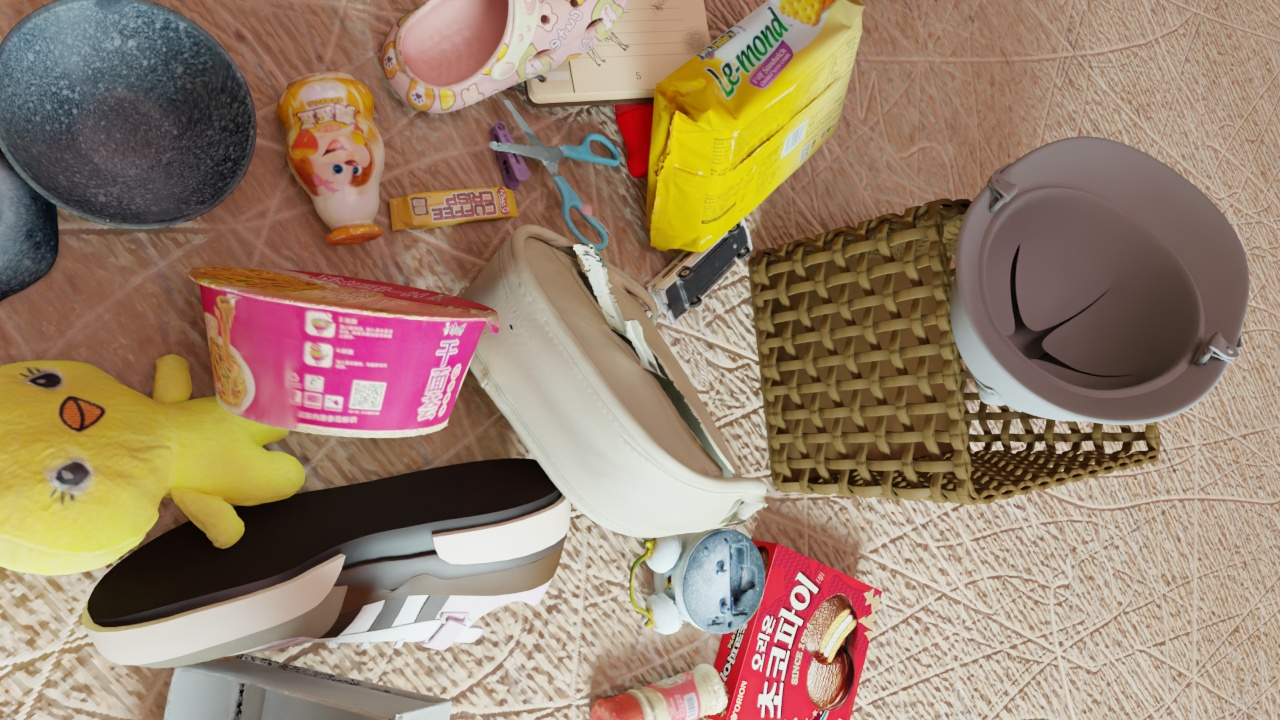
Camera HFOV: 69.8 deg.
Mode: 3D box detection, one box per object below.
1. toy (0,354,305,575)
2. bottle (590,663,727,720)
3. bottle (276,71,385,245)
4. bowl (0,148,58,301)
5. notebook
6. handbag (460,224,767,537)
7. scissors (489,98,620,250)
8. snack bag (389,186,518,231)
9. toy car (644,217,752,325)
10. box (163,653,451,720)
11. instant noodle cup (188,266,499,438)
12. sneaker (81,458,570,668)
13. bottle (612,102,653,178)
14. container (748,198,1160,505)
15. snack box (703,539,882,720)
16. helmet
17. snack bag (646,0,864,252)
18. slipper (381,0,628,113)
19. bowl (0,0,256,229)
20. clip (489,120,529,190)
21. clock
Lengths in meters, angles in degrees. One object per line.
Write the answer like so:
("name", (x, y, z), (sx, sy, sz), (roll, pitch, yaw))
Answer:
("toy", (-0.298, 0.058, 0.522), (0.207, 0.092, 0.133), (-7, 53, -38))
("bottle", (0.015, 0.273, 0.722), (0.109, 0.044, 0.044), (-8, 90, -32))
("bottle", (-0.202, -0.133, 0.612), (0.063, 0.063, 0.109), (-13, 91, -32))
("bowl", (-0.382, -0.082, 0.503), (0.110, 0.055, 0.110), (3, 85, -32))
("notebook", (-0.033, -0.315, 0.726), (0.167, 0.024, 0.225), (-8, 86, -17))
("handbag", (-0.004, 0.004, 0.641), (0.183, 0.132, 0.229), (6, 49, -48))
("scissors", (-0.055, -0.155, 0.719), (0.135, 0.015, 0.129), (57, 44, -15))
("snack bag", (-0.136, -0.112, 0.677), (0.099, 0.020, 0.026), (-11, 93, -31))
("toy car", (0.050, -0.080, 0.778), (0.112, 0.039, 0.039), (-45, 132, -28))
("box", (-0.172, 0.254, 0.433), (0.164, 0.331, 0.167), (9, 80, -17))
("instant noodle cup", (-0.182, -0.006, 0.561), (0.178, 0.179, 0.078), (4, 99, -31))
("sneaker", (-0.183, 0.151, 0.589), (0.293, 0.112, 0.116), (-12, 112, -32))
("bottle", (-0.005, -0.212, 0.755), (0.036, 0.036, 0.119), (-17, 94, -32))
("container", (0.266, -0.006, 0.799), (0.251, 0.215, 0.219), (-5, 88, -32))
("snack box", (0.135, 0.253, 0.801), (0.132, 0.036, 0.151), (28, 72, -27))
("helmet", (0.284, -0.034, 0.624), (0.183, 0.118, 0.270), (41, 56, 12))
("snack bag", (0.094, -0.196, 0.746), (0.068, 0.160, 0.246), (36, 61, 19))
("slipper", (-0.093, -0.248, 0.647), (0.197, 0.081, 0.093), (-34, 90, -5))
("bowl", (-0.308, -0.141, 0.551), (0.137, 0.057, 0.137), (3, 84, -32))
("clip", (-0.101, -0.157, 0.700), (0.013, 0.032, 0.051), (-23, 96, -32))
("clock", (0.043, 0.176, 0.739), (0.117, 0.057, 0.083), (3, 84, -31))
